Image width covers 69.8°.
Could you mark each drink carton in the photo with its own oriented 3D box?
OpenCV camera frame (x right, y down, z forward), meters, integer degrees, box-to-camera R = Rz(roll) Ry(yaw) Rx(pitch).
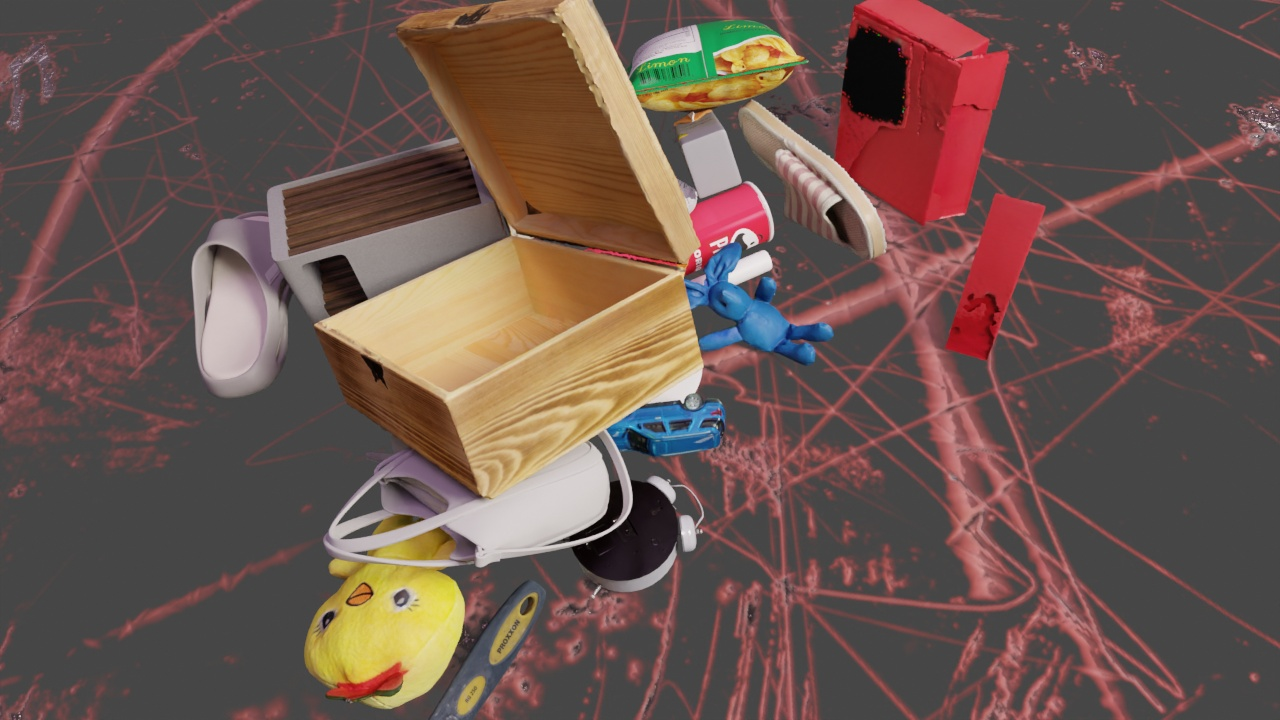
[{"bbox_3d":[0.073,-0.230,1.017,0.048,0.076,0.124,-19,23,6],"label":"drink carton"}]

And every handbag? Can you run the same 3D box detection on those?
[{"bbox_3d":[-0.144,0.109,0.746,0.222,0.096,0.216,-18,22,-35],"label":"handbag"}]

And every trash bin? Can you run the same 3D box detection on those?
[{"bbox_3d":[-0.265,-0.138,0.994,0.228,0.115,0.114,-17,54,-6],"label":"trash bin"}]

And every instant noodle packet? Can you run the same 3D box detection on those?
[{"bbox_3d":[0.077,-0.340,1.057,0.196,0.090,0.252,-9,24,5],"label":"instant noodle packet"}]

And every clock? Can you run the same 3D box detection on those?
[{"bbox_3d":[-0.003,0.149,0.805,0.122,0.035,0.094,-26,55,-13],"label":"clock"}]

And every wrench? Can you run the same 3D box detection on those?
[{"bbox_3d":[-0.154,0.287,0.715,0.073,0.022,0.272,44,56,-15],"label":"wrench"}]

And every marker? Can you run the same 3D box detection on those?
[{"bbox_3d":[0.075,-0.083,0.970,0.133,0.027,0.023,-24,20,-10],"label":"marker"}]

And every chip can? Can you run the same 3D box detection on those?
[{"bbox_3d":[0.028,-0.117,0.974,0.220,0.069,0.069,-24,55,-10],"label":"chip can"}]

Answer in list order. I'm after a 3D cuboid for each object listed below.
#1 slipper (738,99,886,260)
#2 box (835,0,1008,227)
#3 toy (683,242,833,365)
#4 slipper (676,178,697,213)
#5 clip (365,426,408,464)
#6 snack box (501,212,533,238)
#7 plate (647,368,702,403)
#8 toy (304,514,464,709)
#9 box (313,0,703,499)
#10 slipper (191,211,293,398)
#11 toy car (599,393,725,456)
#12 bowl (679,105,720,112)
[{"bbox_3d":[0.171,-0.195,0.993,0.052,0.115,0.262,-33,50,-1],"label":"slipper"},{"bbox_3d":[0.314,-0.279,0.971,0.153,0.214,0.165,-37,58,-19],"label":"box"},{"bbox_3d":[0.108,-0.055,0.914,0.176,0.071,0.112,31,75,13],"label":"toy"},{"bbox_3d":[-0.020,-0.195,0.990,0.112,0.075,0.247,4,21,-29],"label":"slipper"},{"bbox_3d":[-0.216,0.083,0.876,0.102,0.052,0.058,12,96,15],"label":"clip"},{"bbox_3d":[-0.120,-0.195,1.025,0.083,0.106,0.061,-19,56,-7],"label":"snack box"},{"bbox_3d":[-0.005,0.006,0.924,0.134,0.011,0.134,-3,54,4],"label":"plate"},{"bbox_3d":[-0.202,0.200,0.761,0.134,0.092,0.207,-14,43,12],"label":"toy"},{"bbox_3d":[-0.124,-0.125,0.776,0.285,0.335,0.279,-29,28,-30],"label":"box"},{"bbox_3d":[-0.438,-0.084,0.997,0.113,0.081,0.265,-11,54,2],"label":"slipper"},{"bbox_3d":[0.020,0.063,0.853,0.120,0.056,0.043,-4,55,1],"label":"toy car"},{"bbox_3d":[0.066,-0.341,1.159,0.114,0.026,0.101,14,56,17],"label":"bowl"}]
